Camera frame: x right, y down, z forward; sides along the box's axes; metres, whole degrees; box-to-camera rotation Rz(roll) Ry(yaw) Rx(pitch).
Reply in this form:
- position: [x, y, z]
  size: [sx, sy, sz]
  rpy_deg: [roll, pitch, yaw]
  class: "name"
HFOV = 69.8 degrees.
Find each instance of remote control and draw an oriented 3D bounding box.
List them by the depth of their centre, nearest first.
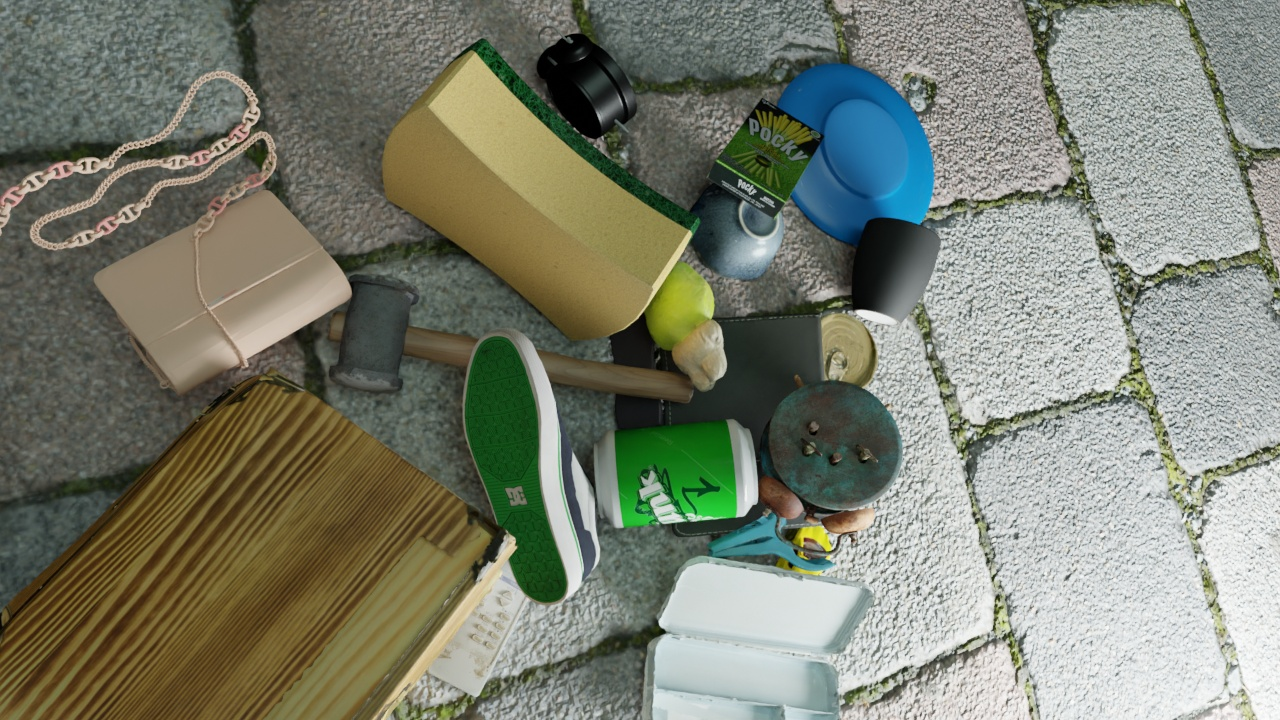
- position: [-0.131, 0.217, 0.797]
  size: [0.050, 0.011, 0.135]
  rpy_deg: [33, 68, -14]
  class: "remote control"
- position: [-0.005, 0.005, 0.884]
  size: [0.046, 0.009, 0.124]
  rpy_deg: [-8, 80, 17]
  class: "remote control"

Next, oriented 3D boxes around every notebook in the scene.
- position: [0.100, 0.061, 0.889]
  size: [0.169, 0.029, 0.209]
  rpy_deg: [-3, 85, -3]
  class: "notebook"

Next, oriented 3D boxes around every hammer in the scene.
- position: [-0.107, 0.001, 0.818]
  size: [0.328, 0.052, 0.098]
  rpy_deg: [11, 75, -17]
  class: "hammer"

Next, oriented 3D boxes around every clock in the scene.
- position: [0.166, 0.095, 0.823]
  size: [0.121, 0.073, 0.157]
  rpy_deg: [17, 70, 0]
  class: "clock"
- position: [-0.057, -0.270, 0.887]
  size: [0.042, 0.091, 0.121]
  rpy_deg: [-43, 111, -15]
  class: "clock"

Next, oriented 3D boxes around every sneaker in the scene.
- position: [-0.086, 0.084, 0.786]
  size: [0.078, 0.084, 0.235]
  rpy_deg: [-26, 107, -57]
  class: "sneaker"

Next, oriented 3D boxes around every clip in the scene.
- position: [0.133, 0.152, 0.863]
  size: [0.121, 0.033, 0.119]
  rpy_deg: [21, 90, -5]
  class: "clip"

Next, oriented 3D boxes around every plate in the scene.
- position: [0.254, -0.241, 1.052]
  size: [0.224, 0.024, 0.224]
  rpy_deg: [5, 77, -23]
  class: "plate"

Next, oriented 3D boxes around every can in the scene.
- position: [0.031, 0.102, 0.826]
  size: [0.140, 0.088, 0.087]
  rpy_deg: [-5, 80, 1]
  class: "can"
- position: [0.204, -0.005, 0.972]
  size: [0.086, 0.043, 0.086]
  rpy_deg: [5, 77, -22]
  class: "can"

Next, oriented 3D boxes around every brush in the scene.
- position: [-0.092, -0.131, 0.784]
  size: [0.250, 0.195, 0.075]
  rpy_deg: [38, 67, -12]
  class: "brush"

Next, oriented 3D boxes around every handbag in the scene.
- position: [-0.326, -0.077, 0.672]
  size: [0.198, 0.188, 0.116]
  rpy_deg: [-36, 67, -27]
  class: "handbag"

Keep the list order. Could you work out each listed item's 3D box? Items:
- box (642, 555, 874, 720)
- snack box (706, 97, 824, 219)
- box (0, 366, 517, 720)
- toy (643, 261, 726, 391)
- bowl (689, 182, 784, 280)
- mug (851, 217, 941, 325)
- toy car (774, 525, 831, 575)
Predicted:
- position: [0.109, 0.275, 0.860]
  size: [0.210, 0.084, 0.185]
  rpy_deg: [12, 85, -20]
  class: "box"
- position: [0.133, -0.213, 0.955]
  size: [0.080, 0.025, 0.147]
  rpy_deg: [32, 46, 1]
  class: "snack box"
- position: [-0.271, 0.172, 0.636]
  size: [0.258, 0.221, 0.278]
  rpy_deg: [42, 68, -8]
  class: "box"
- position: [0.043, -0.028, 0.834]
  size: [0.046, 0.092, 0.115]
  rpy_deg: [-15, 70, -32]
  class: "toy"
- position: [0.109, -0.141, 0.952]
  size: [0.110, 0.055, 0.110]
  rpy_deg: [5, 78, -23]
  class: "bowl"
- position: [0.282, -0.088, 1.011]
  size: [0.118, 0.085, 0.100]
  rpy_deg: [25, 82, -49]
  class: "mug"
- position: [0.158, 0.209, 0.915]
  size: [0.049, 0.030, 0.106]
  rpy_deg: [36, 66, -12]
  class: "toy car"
